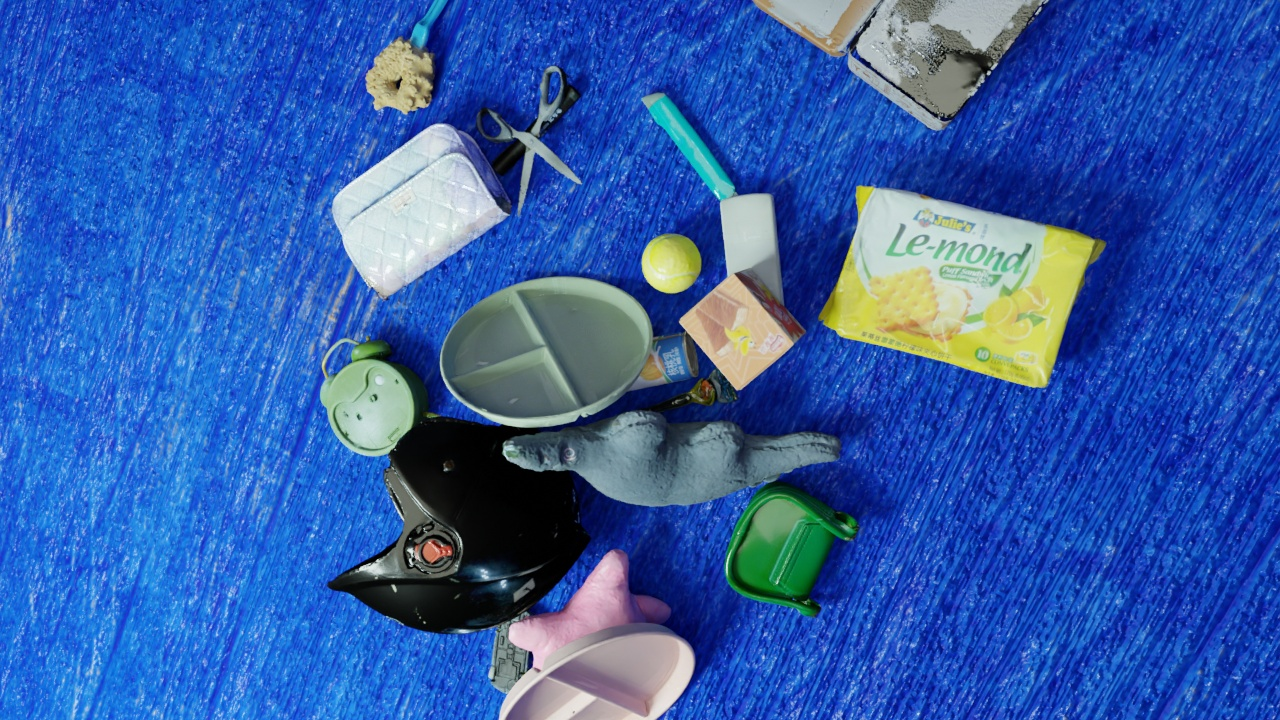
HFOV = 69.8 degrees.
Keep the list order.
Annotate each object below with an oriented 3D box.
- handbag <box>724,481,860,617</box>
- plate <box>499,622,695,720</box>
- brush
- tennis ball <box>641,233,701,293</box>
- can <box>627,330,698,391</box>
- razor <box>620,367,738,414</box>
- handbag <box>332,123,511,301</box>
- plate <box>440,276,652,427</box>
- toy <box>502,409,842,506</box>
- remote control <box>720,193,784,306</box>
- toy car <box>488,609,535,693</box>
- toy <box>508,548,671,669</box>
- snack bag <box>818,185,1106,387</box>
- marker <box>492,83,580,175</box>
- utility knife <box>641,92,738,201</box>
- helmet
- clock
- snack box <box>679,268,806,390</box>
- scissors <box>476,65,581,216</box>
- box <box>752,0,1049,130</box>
[{"bbox_3d":[0.159,0.202,0.990,0.120,0.068,0.131,23,99,11],"label":"handbag"},{"bbox_3d":[-0.048,0.361,0.997,0.230,0.229,0.028,-45,45,13],"label":"plate"},{"bbox_3d":[-0.244,-0.403,1.074,0.083,0.045,0.255,29,97,15],"label":"brush"},{"bbox_3d":[0.034,-0.106,1.003,0.065,0.065,0.065,1,94,14],"label":"tennis ball"},{"bbox_3d":[-0.006,0.006,1.027,0.135,0.053,0.053,-12,91,15],"label":"can"},{"bbox_3d":[0.036,0.048,1.036,0.143,0.022,0.042,-20,87,15],"label":"razor"},{"bbox_3d":[-0.260,-0.176,1.070,0.194,0.075,0.134,-32,86,15],"label":"handbag"},{"bbox_3d":[-0.100,-0.011,0.987,0.230,0.229,0.027,7,135,14],"label":"plate"},{"bbox_3d":[0.028,0.104,0.974,0.356,0.138,0.091,2,67,-15],"label":"toy"},{"bbox_3d":[0.123,-0.105,0.999,0.058,0.021,0.150,-4,98,18],"label":"remote control"},{"bbox_3d":[-0.152,0.346,1.100,0.049,0.031,0.105,10,95,15],"label":"toy car"},{"bbox_3d":[-0.057,0.319,1.029,0.194,0.074,0.178,-37,121,-11],"label":"toy"},{"bbox_3d":[0.319,-0.075,0.930,0.247,0.068,0.158,17,98,13],"label":"snack bag"},{"bbox_3d":[-0.121,-0.265,1.058,0.132,0.020,0.022,-42,54,15],"label":"marker"},{"bbox_3d":[0.067,-0.221,1.014,0.029,0.013,0.193,-37,85,17],"label":"utility knife"},{"bbox_3d":[-0.191,0.182,0.991,0.230,0.234,0.274,45,74,-1],"label":"helmet"},{"bbox_3d":[-0.325,0.042,1.112,0.116,0.056,0.161,-44,83,13],"label":"clock"},{"bbox_3d":[0.108,-0.035,0.953,0.077,0.092,0.094,-42,85,19],"label":"snack box"},{"bbox_3d":[-0.119,-0.250,1.036,0.177,0.014,0.159,43,103,25],"label":"scissors"},{"bbox_3d":[0.255,-0.375,0.919,0.262,0.088,0.178,40,103,7],"label":"box"}]
